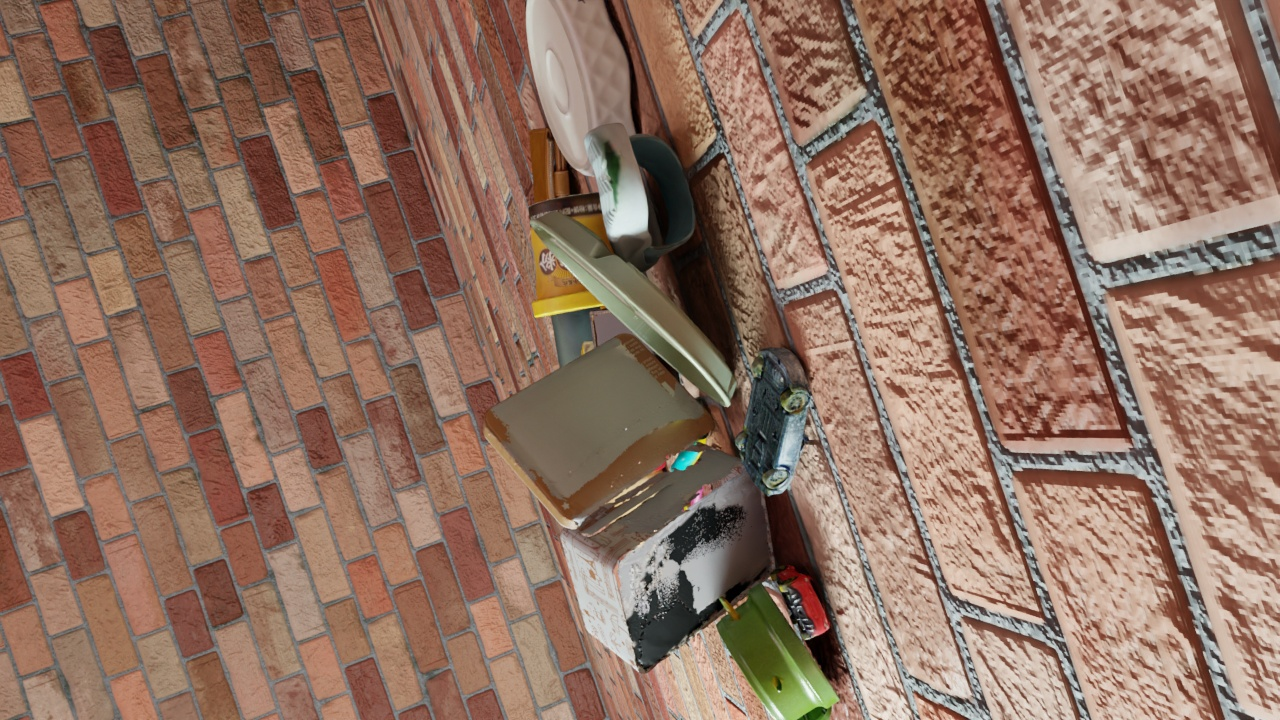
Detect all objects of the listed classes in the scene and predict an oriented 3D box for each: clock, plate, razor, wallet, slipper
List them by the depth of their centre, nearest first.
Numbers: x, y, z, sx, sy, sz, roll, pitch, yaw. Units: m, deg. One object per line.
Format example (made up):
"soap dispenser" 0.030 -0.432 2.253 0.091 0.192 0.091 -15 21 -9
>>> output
"slipper" 0.003 -0.135 0.738 0.245 0.074 0.104 13 -117 -87
"plate" -0.003 -0.046 0.781 0.230 0.027 0.230 43 178 1
"clock" 0.121 0.265 0.806 0.116 0.056 0.161 56 179 38
"plate" -0.060 -0.269 0.871 0.205 0.045 0.205 161 90 -76
"wallet" -0.005 0.005 0.915 0.096 0.020 0.122 -5 92 33
"razor" 0.051 0.087 0.941 0.133 0.028 0.043 107 157 -59
"wallet" -0.110 -0.216 1.115 0.119 0.035 0.131 -153 58 -64

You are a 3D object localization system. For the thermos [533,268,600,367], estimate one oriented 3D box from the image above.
"thermos" -0.086 -0.048 1.169 0.090 0.068 0.243 32 148 28

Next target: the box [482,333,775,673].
"box" 0.000 0.117 0.810 0.133 0.178 0.271 -24 95 59

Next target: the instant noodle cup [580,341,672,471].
"instant noodle cup" -0.024 0.047 1.001 0.116 0.116 0.124 -100 9 -71

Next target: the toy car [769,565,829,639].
"toy car" 0.133 0.198 0.767 0.106 0.031 0.049 94 153 -84

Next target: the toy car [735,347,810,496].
"toy car" 0.102 0.046 0.687 0.054 0.036 0.121 -125 31 -49

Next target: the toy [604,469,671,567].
"toy" -0.001 0.189 1.167 0.144 0.082 0.226 -2 111 66

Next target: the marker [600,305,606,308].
"marker" -0.016 -0.025 1.081 0.123 0.015 0.018 58 162 35

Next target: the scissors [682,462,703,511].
"scissors" 0.058 0.170 0.985 0.133 0.017 0.132 -95 11 -58

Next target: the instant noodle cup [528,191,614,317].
"instant noodle cup" -0.060 -0.110 0.949 0.118 0.118 0.114 -174 74 -75
